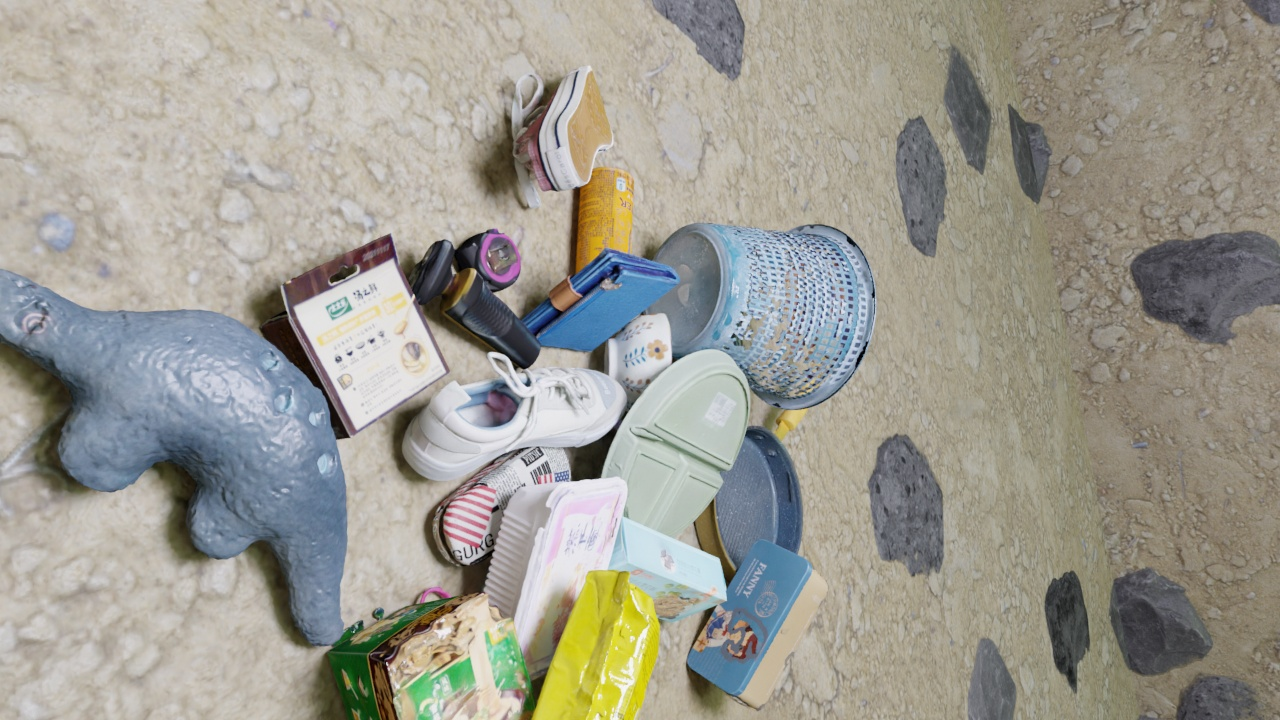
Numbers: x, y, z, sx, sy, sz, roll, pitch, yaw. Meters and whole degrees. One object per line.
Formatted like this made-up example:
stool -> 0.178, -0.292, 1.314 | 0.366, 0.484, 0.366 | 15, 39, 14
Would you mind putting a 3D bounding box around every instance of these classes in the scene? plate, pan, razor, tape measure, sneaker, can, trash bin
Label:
plate -> 0.043, 0.098, 0.954 | 0.229, 0.027, 0.231 | -34, 139, -36
pan -> 0.173, 0.116, 1.162 | 0.198, 0.078, 0.356 | 48, 48, -34
razor -> -0.145, -0.042, 0.823 | 0.167, 0.068, 0.062 | 45, 59, -49
tape measure -> -0.139, -0.091, 0.849 | 0.057, 0.039, 0.057 | -42, 114, -47
sneaker -> -0.086, -0.226, 0.912 | 0.240, 0.088, 0.118 | -79, 154, -57
can -> -0.038, -0.128, 0.968 | 0.058, 0.058, 0.146 | 19, 67, -48
sneaker -> -0.095, 0.032, 0.814 | 0.241, 0.091, 0.089 | -14, 55, -47
trash bin -> 0.119, -0.065, 1.050 | 0.194, 0.227, 0.226 | 10, 74, -37

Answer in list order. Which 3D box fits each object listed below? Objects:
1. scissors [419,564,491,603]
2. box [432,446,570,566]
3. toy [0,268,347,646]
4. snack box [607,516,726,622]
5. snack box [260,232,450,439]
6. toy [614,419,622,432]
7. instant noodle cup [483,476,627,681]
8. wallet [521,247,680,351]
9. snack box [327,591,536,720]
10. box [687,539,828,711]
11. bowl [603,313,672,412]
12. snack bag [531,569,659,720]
scissors -> -0.147, 0.237, 0.786 | 0.133, 0.017, 0.133 | 43, 47, -41
box -> -0.124, 0.123, 0.824 | 0.163, 0.060, 0.072 | -32, 129, -49
toy -> -0.285, 0.046, 0.607 | 0.137, 0.091, 0.356 | -46, 120, -14
snack box -> 0.009, 0.215, 0.928 | 0.174, 0.074, 0.051 | 32, 38, -43
snack box -> -0.221, -0.019, 0.718 | 0.113, 0.053, 0.126 | -40, 112, -48
toy -> 0.016, 0.094, 1.001 | 0.107, 0.039, 0.084 | -17, 95, -54
instant noodle cup -> -0.082, 0.180, 0.798 | 0.137, 0.060, 0.173 | 7, 97, -64
wallet -> -0.041, -0.056, 0.893 | 0.106, 0.133, 0.040 | 8, 53, -50
snack box -> -0.164, 0.243, 0.691 | 0.118, 0.106, 0.117 | -22, 101, -50
box -> 0.136, 0.289, 1.028 | 0.062, 0.090, 0.184 | 41, 73, -38
bowl -> -0.006, 0.006, 0.960 | 0.062, 0.114, 0.113 | 3, 76, -8
snack bag -> -0.033, 0.290, 0.786 | 0.247, 0.068, 0.157 | 87, 21, -59
